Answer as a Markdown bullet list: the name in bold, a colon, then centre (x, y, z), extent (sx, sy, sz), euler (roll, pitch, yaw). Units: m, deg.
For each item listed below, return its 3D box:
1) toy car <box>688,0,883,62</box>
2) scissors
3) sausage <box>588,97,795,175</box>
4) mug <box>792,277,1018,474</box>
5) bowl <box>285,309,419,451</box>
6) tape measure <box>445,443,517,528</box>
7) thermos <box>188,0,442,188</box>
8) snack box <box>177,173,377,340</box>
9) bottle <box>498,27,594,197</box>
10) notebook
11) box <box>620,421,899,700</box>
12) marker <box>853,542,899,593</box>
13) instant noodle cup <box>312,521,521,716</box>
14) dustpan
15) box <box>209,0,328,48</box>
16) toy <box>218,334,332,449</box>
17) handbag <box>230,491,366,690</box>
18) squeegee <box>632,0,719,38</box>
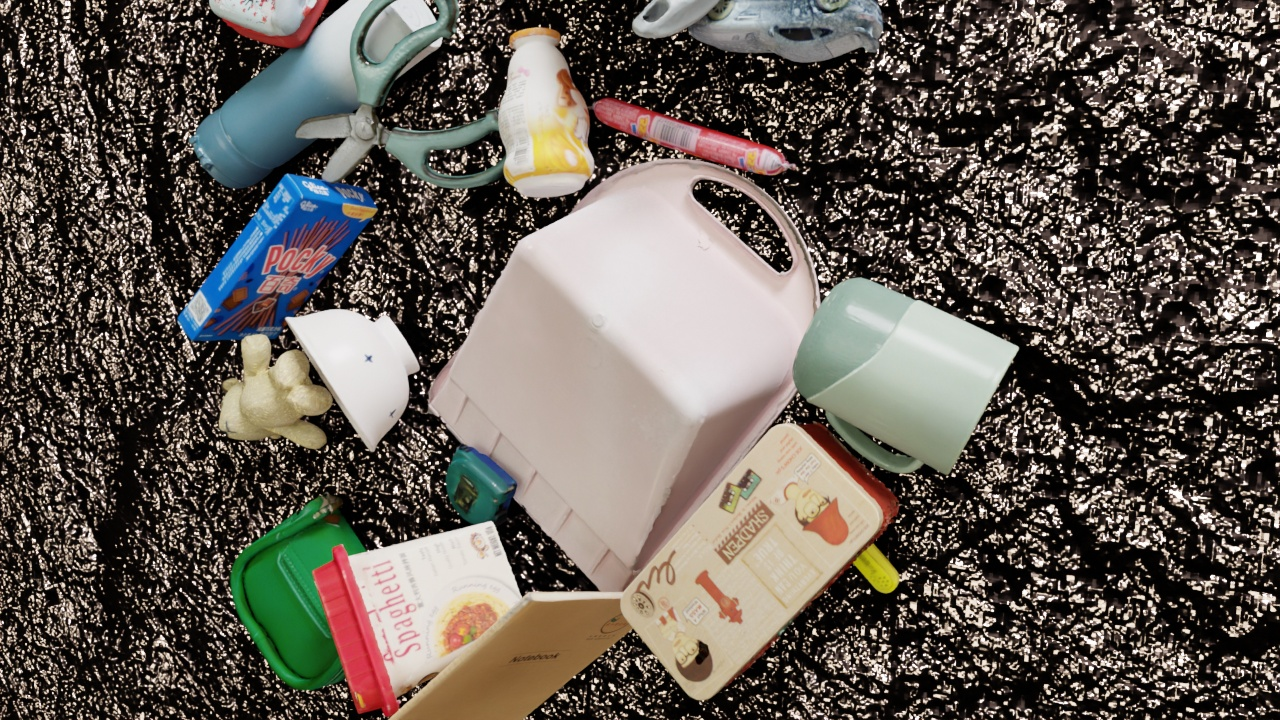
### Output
- **toy car**: centre (0.088, -0.206, 0.568), extent (0.121, 0.054, 0.037), euler (8, 94, 23)
- **scissors**: centre (-0.160, -0.172, 0.666), extent (0.177, 0.019, 0.174), euler (38, 111, -14)
- **sausage**: centre (0.031, -0.149, 0.615), extent (0.156, 0.020, 0.020), euler (23, 102, 21)
- **mug**: centre (0.149, 0.016, 0.546), extent (0.106, 0.082, 0.112), euler (28, 135, 19)
- **bowl**: centre (-0.208, 0.003, 0.695), extent (0.064, 0.118, 0.118), euler (-32, 77, -18)
- **tape measure**: centre (-0.121, 0.096, 0.683), extent (0.058, 0.025, 0.055), euler (37, 125, 24)
- **thermos**: centre (-0.255, -0.209, 0.710), extent (0.221, 0.070, 0.070), euler (-28, 82, 21)
- **snack box**: centre (-0.284, -0.076, 0.720), extent (0.157, 0.084, 0.026), euler (-45, 75, 19)
- **bottle**: centre (-0.067, -0.170, 0.632), extent (0.063, 0.063, 0.108), euler (-6, 91, 24)
- **notebook**: centre (-0.093, 0.219, 0.623), extent (0.208, 0.147, 0.008), euler (-44, 58, 19)
- **box**: centre (0.077, 0.124, 0.575), extent (0.091, 0.079, 0.169), euler (46, 109, 21)
- **marker**: centre (0.120, 0.098, 0.592), extent (0.018, 0.015, 0.124), euler (-46, 74, 20)
- **instant noodle cup**: centre (-0.153, 0.174, 0.645), extent (0.116, 0.124, 0.117), euler (66, 157, 13)
- **dustpan**: centre (-0.004, 0.004, 0.645), extent (0.222, 0.138, 0.274), euler (46, 137, 14)
- **box**: centre (-0.237, -0.326, 0.672), extent (0.087, 0.048, 0.201), euler (21, 80, 24)
- **toy**: centre (-0.286, 0.031, 0.718), extent (0.158, 0.066, 0.105), euler (-18, 112, 50)
- **handbag**: centre (-0.251, 0.183, 0.729), extent (0.120, 0.067, 0.131), euler (-45, 76, 18)
- **squeegee**: centre (0.085, -0.270, 0.550), extent (0.246, 0.039, 0.246), euler (42, 83, 18)
